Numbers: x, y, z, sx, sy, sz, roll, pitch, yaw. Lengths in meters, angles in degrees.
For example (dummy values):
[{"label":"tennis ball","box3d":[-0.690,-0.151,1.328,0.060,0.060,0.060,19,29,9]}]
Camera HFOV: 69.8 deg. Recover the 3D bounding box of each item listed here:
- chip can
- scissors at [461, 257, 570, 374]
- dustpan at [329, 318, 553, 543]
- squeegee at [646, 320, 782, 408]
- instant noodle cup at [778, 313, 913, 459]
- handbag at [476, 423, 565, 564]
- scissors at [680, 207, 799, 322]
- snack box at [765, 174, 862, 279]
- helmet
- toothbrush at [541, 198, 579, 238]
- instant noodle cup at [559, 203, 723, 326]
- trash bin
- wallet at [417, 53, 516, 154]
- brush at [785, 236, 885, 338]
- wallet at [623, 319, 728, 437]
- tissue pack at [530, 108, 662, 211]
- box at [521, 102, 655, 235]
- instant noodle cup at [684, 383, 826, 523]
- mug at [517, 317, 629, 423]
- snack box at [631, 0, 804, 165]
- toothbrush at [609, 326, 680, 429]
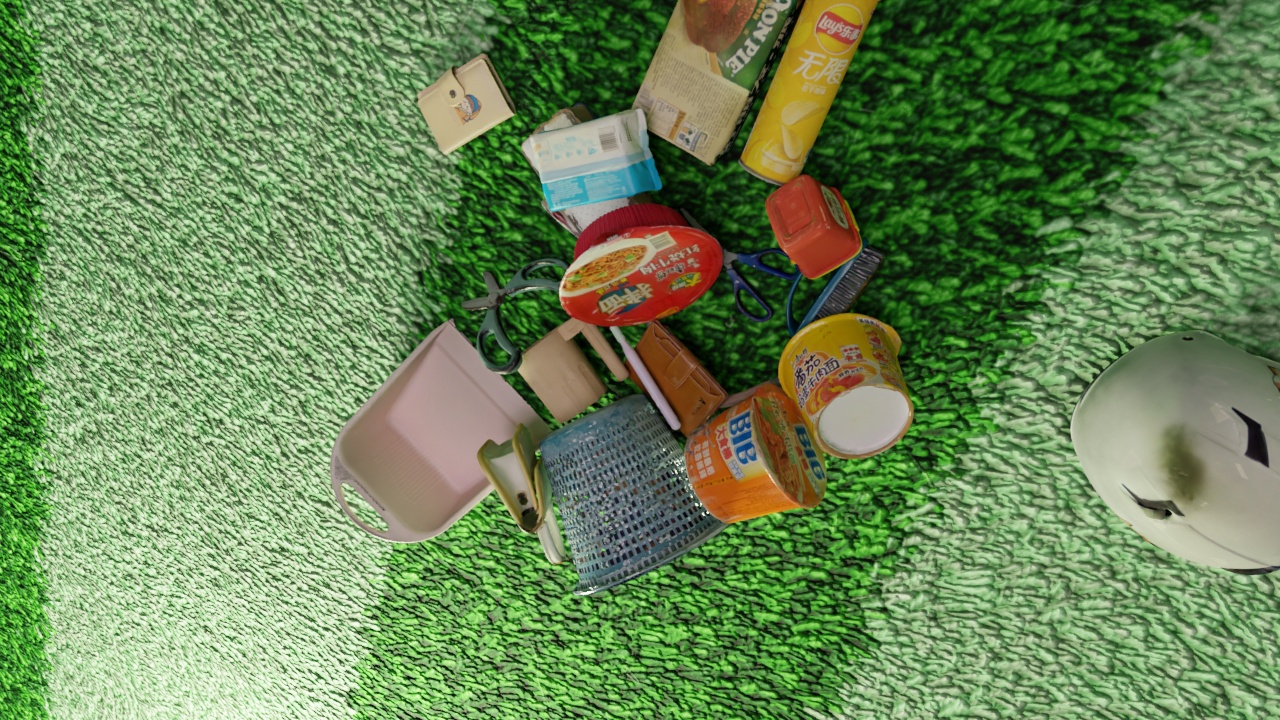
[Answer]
[{"label":"chip can","box3d":[0.174,-0.293,0.958,0.072,0.071,0.214,28,117,9]},{"label":"scissors","box3d":[-0.159,-0.056,1.159,0.170,0.019,0.179,-10,62,22]},{"label":"dustpan","box3d":[-0.291,0.121,1.267,0.222,0.138,0.274,44,119,0]},{"label":"squeegee","box3d":[0.152,0.033,1.115,0.250,0.040,0.248,-18,102,26]},{"label":"instant noodle cup","box3d":[0.231,0.033,1.012,0.138,0.109,0.138,-4,128,-5]},{"label":"handbag","box3d":[-0.137,0.173,1.185,0.063,0.163,0.179,-28,94,0]},{"label":"scissors","box3d":[0.113,-0.120,1.085,0.157,0.012,0.165,-18,102,28]},{"label":"snack box","box3d":[0.181,-0.145,0.983,0.082,0.080,0.091,-32,57,28]},{"label":"helmet","box3d":[0.575,0.110,0.910,0.274,0.156,0.231,39,119,4]},{"label":"toothbrush","box3d":[-0.054,-0.136,1.141,0.187,0.017,0.016,42,119,1]},{"label":"instant noodle cup","box3d":[-0.005,-0.116,1.054,0.194,0.193,0.065,-31,59,28]},{"label":"trash bin","box3d":[-0.020,0.155,1.148,0.227,0.226,0.195,-27,86,28]},{"label":"wallet","box3d":[-0.219,-0.318,1.132,0.115,0.024,0.087,-22,100,28]},{"label":"brush","box3d":[0.210,-0.081,1.036,0.073,0.055,0.144,35,119,4]},{"label":"wallet","box3d":[0.045,0.020,1.132,0.130,0.035,0.119,46,141,12]},{"label":"tissue pack","box3d":[-0.051,-0.220,1.016,0.140,0.063,0.090,-7,108,23]},{"label":"box","box3d":[-0.064,-0.219,1.091,0.090,0.059,0.184,-30,95,27]},{"label":"instant noodle cup","box3d":[0.130,0.116,1.068,0.112,0.151,0.151,-28,98,33]},{"label":"mug","box3d":[-0.088,0.008,1.176,0.125,0.084,0.103,-33,97,23]},{"label":"snack box","box3d":[0.088,-0.342,0.978,0.114,0.063,0.241,30,118,8]},{"label":"toothbrush","box3d":[-0.007,0.007,1.135,0.021,0.029,0.189,-35,86,13]}]
